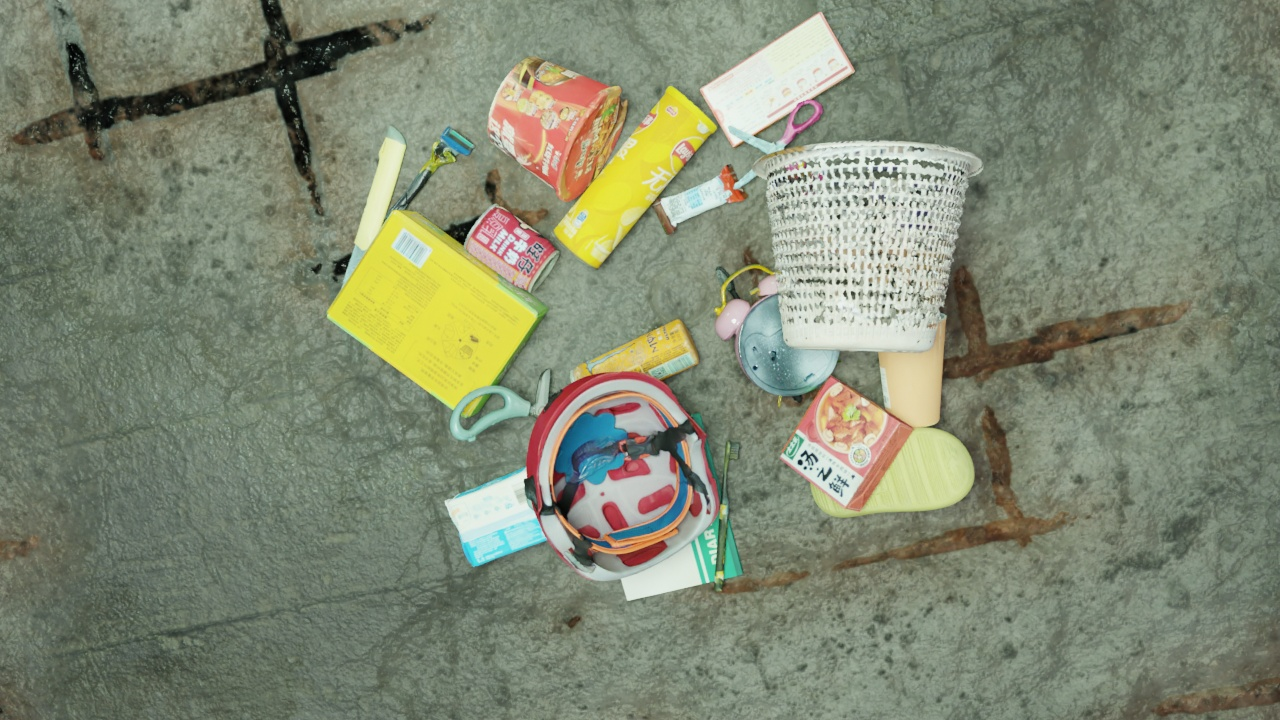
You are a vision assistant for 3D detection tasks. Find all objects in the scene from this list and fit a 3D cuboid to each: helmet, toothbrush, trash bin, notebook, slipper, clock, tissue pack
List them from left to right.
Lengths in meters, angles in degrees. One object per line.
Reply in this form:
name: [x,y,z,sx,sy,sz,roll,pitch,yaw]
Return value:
tissue pack: [-0.161,0.187,1.118,0.140,0.063,0.090,-22,93,6]
helmet: [-0.040,0.114,1.028,0.206,0.144,0.240,-25,110,-20]
notebook: [0.028,0.181,1.124,0.150,0.012,0.209,-15,96,7]
toothbrush: [0.103,0.189,1.106,0.017,0.012,0.186,3,97,-7]
toothbrush: [0.139,-0.029,1.079,0.014,0.016,0.189,-31,95,14]
clock: [0.152,-0.035,1.044,0.117,0.060,0.158,-34,97,-4]
trash bin: [0.225,-0.106,0.935,0.227,0.227,0.192,2,91,6]
slipper: [0.290,0.129,1.057,0.191,0.081,0.091,-17,82,33]

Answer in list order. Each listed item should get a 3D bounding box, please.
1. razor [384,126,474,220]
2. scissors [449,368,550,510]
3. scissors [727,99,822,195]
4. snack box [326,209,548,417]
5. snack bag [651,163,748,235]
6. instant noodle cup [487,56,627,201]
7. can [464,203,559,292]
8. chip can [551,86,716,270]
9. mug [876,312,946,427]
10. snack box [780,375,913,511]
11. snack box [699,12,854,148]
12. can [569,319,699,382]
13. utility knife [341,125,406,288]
razor: [-0.258,-0.216,1.093,0.143,0.022,0.042,-47,135,13]
scissors: [-0.135,0.099,1.071,0.169,0.019,0.179,-14,89,-36]
scissors: [0.159,-0.238,1.030,0.133,0.017,0.135,25,108,-13]
snack box: [-0.239,-0.056,1.088,0.210,0.070,0.158,36,100,0]
snack bag: [0.067,-0.186,1.058,0.104,0.026,0.048,-26,88,10]
instant noodle cup: [-0.096,-0.261,1.016,0.108,0.137,0.138,31,100,9]
can: [-0.148,-0.129,1.069,0.094,0.066,0.066,36,100,0]
chip can: [-0.009,-0.205,1.042,0.072,0.072,0.213,41,101,-1]
mug: [0.306,0.010,1.039,0.078,0.078,0.123,-3,102,7]
snack box: [0.222,0.088,1.037,0.127,0.044,0.113,37,103,40]
snack box: [0.152,-0.313,1.030,0.156,0.027,0.077,-30,94,9]
can: [-0.006,0.006,1.078,0.146,0.058,0.058,-25,95,9]
utility knife: [-0.323,-0.176,1.106,0.031,0.022,0.213,21,93,4]
